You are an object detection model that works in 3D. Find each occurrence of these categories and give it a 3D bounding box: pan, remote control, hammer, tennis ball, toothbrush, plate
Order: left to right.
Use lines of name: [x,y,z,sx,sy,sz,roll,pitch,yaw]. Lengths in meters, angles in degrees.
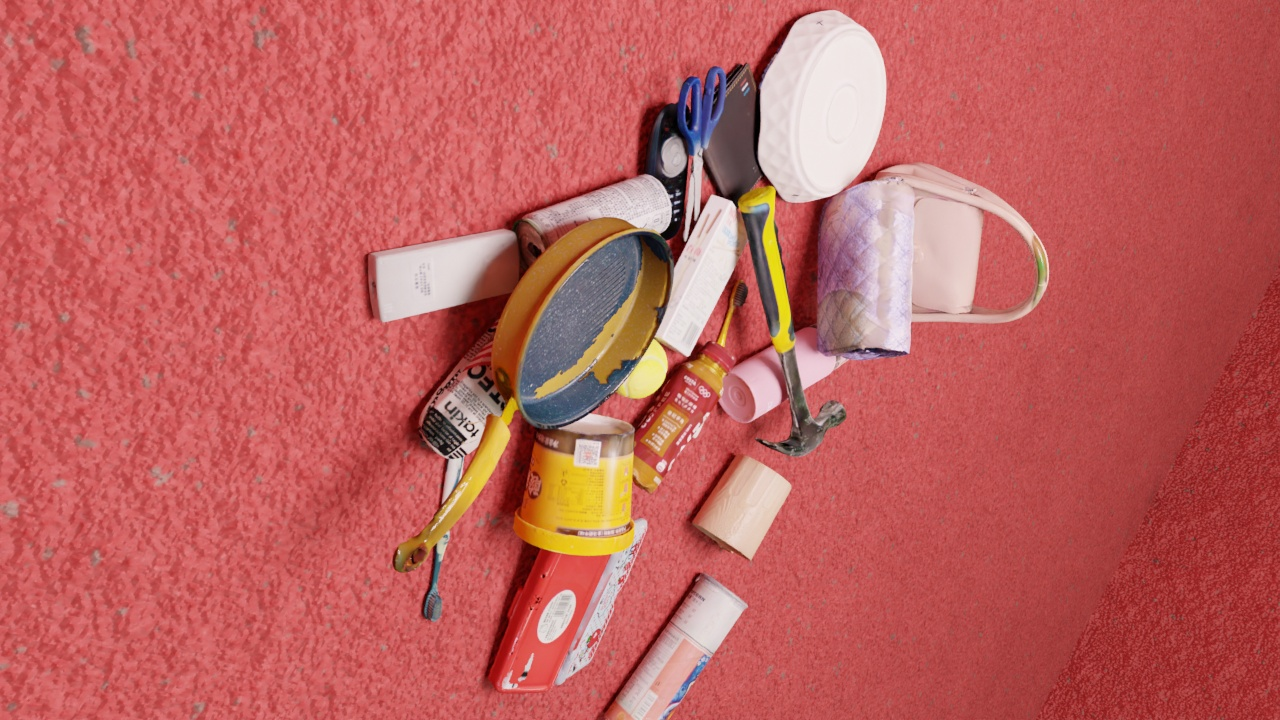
toothbrush: [-0.182,0.161,0.858,0.016,0.018,0.192,-2,111,-43]
remote control: [-0.161,-0.073,0.766,0.134,0.019,0.056,-19,121,-38]
pan: [-0.087,0.026,0.761,0.356,0.078,0.198,-43,152,-25]
tennis ball: [-0.005,0.005,0.921,0.065,0.065,0.065,-21,122,-37]
remote control: [0.023,-0.182,0.888,0.053,0.024,0.137,-21,126,-40]
toothbrush: [0.090,0.001,1.046,0.016,0.018,0.191,5,105,-44]
hammer: [0.154,-0.031,0.999,0.125,0.032,0.324,-36,124,-29]
plate: [0.203,-0.270,0.997,0.204,0.046,0.205,-25,126,-41]

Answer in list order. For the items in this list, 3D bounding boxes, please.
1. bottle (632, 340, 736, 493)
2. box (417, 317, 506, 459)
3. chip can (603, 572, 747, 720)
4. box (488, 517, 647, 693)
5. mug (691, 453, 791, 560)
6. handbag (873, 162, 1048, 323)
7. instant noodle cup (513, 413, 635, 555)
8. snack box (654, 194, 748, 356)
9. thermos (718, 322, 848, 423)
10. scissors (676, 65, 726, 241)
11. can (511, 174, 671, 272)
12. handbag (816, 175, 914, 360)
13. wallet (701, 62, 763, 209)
bottle: [0.040,0.058,0.996,0.174,0.057,0.057,-54,136,-11]
box: [-0.131,0.017,0.818,0.068,0.052,0.164,44,76,-28]
chip can: [0.044,0.372,1.140,0.214,0.071,0.071,-53,136,-11]
box: [-0.070,0.264,0.983,0.161,0.058,0.201,5,114,-47]
mug: [0.128,0.184,1.136,0.103,0.084,0.125,-57,161,-10]
handbag: [0.380,-0.127,1.108,0.093,0.234,0.193,-29,127,-34]
instant noodle cup: [-0.058,0.115,0.891,0.118,0.119,0.114,-1,102,-44]
snack box: [0.062,-0.086,0.956,0.156,0.027,0.084,-64,155,-2]
thermos: [0.179,0.012,1.111,0.198,0.067,0.087,-27,157,-35]
scissors: [0.061,-0.202,0.893,0.132,0.012,0.173,-57,152,-20]
can: [-0.042,-0.122,0.829,0.146,0.058,0.058,-27,126,-34]
handbag: [0.257,-0.099,1.041,0.075,0.134,0.194,3,86,-14]
wallet: [0.099,-0.228,0.947,0.096,0.020,0.122,-50,138,-15]
